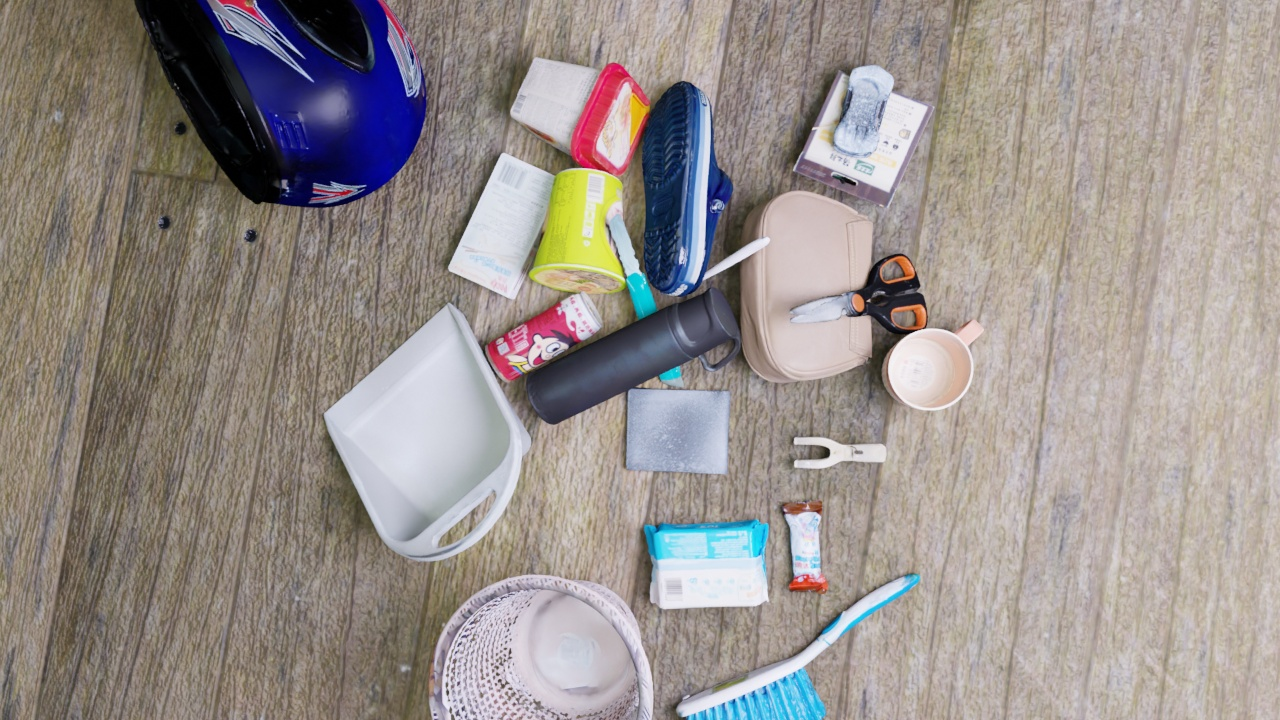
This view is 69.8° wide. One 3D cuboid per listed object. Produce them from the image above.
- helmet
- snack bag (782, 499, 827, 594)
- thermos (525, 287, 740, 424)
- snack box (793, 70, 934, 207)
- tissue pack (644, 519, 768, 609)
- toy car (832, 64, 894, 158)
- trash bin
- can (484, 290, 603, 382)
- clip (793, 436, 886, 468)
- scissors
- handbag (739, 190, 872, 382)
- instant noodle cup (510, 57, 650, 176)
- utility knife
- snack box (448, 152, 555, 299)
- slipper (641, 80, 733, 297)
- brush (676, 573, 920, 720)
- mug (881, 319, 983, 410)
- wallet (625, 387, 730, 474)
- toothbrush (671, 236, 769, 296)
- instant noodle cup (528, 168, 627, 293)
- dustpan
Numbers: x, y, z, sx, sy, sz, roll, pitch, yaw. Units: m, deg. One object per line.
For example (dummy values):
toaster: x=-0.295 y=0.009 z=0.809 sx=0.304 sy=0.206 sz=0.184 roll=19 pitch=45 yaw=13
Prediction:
helmet: x=-0.382 y=-0.332 z=1.037 sx=0.239 sy=0.248 sz=0.315 roll=-32 pitch=88 yaw=-33
snack bag: x=0.185 y=0.209 z=1.027 sx=0.045 sy=0.026 sz=0.105 roll=-5 pitch=85 yaw=13
thermos: x=-0.006 y=0.006 z=1.020 sx=0.243 sy=0.068 sz=0.090 roll=-24 pitch=111 yaw=23
snack box: x=0.246 y=-0.241 z=1.021 sx=0.113 sy=0.053 sz=0.125 roll=25 pitch=92 yaw=10
tissue pack: x=0.076 y=0.226 z=1.026 sx=0.140 sy=0.063 sz=0.090 roll=-5 pitch=88 yaw=11
toy car: x=0.240 y=-0.270 z=0.987 sx=0.049 sy=0.031 sz=0.105 roll=15 pitch=84 yaw=7
trash bin: x=-0.086 y=0.328 z=0.984 sx=0.227 sy=0.192 sz=0.227 roll=0 pitch=88 yaw=9
can: x=-0.112 y=-0.028 z=1.074 sx=0.133 sy=0.053 sz=0.053 roll=-29 pitch=83 yaw=7
clip: x=0.221 y=0.101 z=1.019 sx=0.100 sy=0.074 sz=0.034 roll=-3 pitch=86 yaw=14
scissors: x=0.223 y=-0.073 z=0.956 sx=0.022 sy=0.234 sz=0.139 roll=-18 pitch=64 yaw=49
handbag: x=0.179 y=-0.077 z=1.003 sx=0.147 sy=0.100 sz=0.204 roll=2 pitch=87 yaw=-17
instant noodle cup: x=-0.071 y=-0.285 z=1.054 sx=0.124 sy=0.116 sz=0.116 roll=25 pitch=92 yaw=21
utility knife: x=0.006 y=-0.063 z=1.029 sx=0.029 sy=0.013 sz=0.219 roll=-11 pitch=115 yaw=19
snack box: x=-0.159 y=-0.161 z=1.101 sx=0.085 sy=0.027 sz=0.157 roll=25 pitch=92 yaw=9
slipper: x=0.060 y=-0.192 z=1.021 sx=0.095 sy=0.105 sz=0.252 roll=12 pitch=72 yaw=-31
brush: x=0.182 y=0.344 z=1.012 sx=0.315 sy=0.060 sz=0.109 roll=-24 pitch=80 yaw=5
mug: x=0.312 y=0.001 z=0.973 sx=0.114 sy=0.106 sz=0.081 roll=-44 pitch=82 yaw=5
wallet: x=0.043 y=0.081 z=1.062 sx=0.121 sy=0.019 sz=0.097 roll=1 pitch=86 yaw=11
toothbrush: x=0.083 y=-0.104 z=1.001 sx=0.016 sy=0.181 sz=0.016 roll=-7 pitch=80 yaw=-32
instant noodle cup: x=-0.065 y=-0.149 z=1.050 sx=0.112 sy=0.111 sz=0.123 roll=4 pitch=79 yaw=10
dustpan: x=-0.242 y=0.093 z=1.049 sx=0.223 sy=0.142 sz=0.257 roll=-41 pitch=83 yaw=6
